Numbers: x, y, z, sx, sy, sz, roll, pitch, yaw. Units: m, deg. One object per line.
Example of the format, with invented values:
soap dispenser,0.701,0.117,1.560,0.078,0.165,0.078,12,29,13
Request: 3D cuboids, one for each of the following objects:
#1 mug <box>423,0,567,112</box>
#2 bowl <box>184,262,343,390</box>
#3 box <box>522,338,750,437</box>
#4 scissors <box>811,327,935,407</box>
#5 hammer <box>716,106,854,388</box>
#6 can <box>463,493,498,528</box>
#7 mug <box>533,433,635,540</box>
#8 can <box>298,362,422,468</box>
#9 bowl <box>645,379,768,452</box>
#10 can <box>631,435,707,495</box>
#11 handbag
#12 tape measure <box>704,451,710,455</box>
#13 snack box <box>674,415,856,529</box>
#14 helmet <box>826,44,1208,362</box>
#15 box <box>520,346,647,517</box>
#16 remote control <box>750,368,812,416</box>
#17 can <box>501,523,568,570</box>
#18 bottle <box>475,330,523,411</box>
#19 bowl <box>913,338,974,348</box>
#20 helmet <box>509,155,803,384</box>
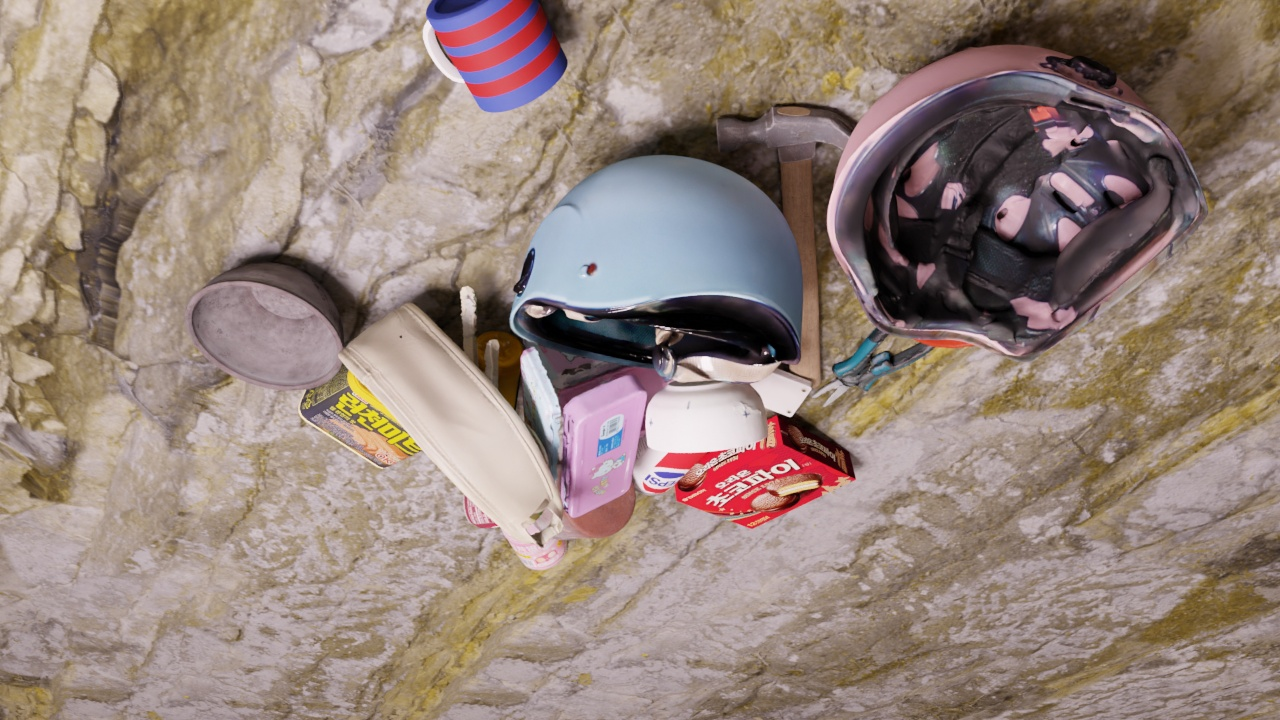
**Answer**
mug,-0.117,-0.234,0.668,0.112,0.074,0.076,9,144,36
bowl,-0.351,-0.043,0.885,0.145,0.067,0.145,2,137,2
box,-0.003,0.002,0.912,0.202,0.058,0.155,-19,99,23
scissors,0.233,0.002,0.921,0.150,0.019,0.121,-10,136,18
hammer,0.144,-0.083,0.832,0.119,0.030,0.332,-4,136,9
can,-0.148,0.164,1.092,0.114,0.063,0.063,-7,136,12
mug,-0.068,0.136,1.014,0.096,0.123,0.110,-5,172,-33
can,-0.278,0.048,0.974,0.101,0.072,0.131,-25,130,31
bowl,0.056,0.043,0.789,0.105,0.104,0.054,-4,96,8
can,0.035,0.087,0.989,0.070,0.070,0.132,22,134,-19
handbag,-0.154,0.045,0.852,0.131,0.229,0.184,-39,132,-13
tape measure,0.083,0.093,1.029,0.051,0.019,0.059,3,144,4
snack box,0.139,0.130,1.034,0.132,0.035,0.152,26,134,-37
helmet,0.260,-0.132,0.678,0.255,0.152,0.231,14,138,-11
box,-0.062,0.062,0.864,0.089,0.092,0.215,-25,153,-19
remote control,0.104,0.016,0.940,0.136,0.011,0.050,21,135,-5
can,-0.131,0.214,1.140,0.067,0.067,0.076,-7,136,12
bottle,-0.159,0.050,0.978,0.053,0.053,0.187,10,136,-6
bowl,0.290,-0.065,0.832,0.122,0.035,0.122,2,137,2
helmet,0.015,-0.069,0.747,0.225,0.166,0.266,17,162,-28
